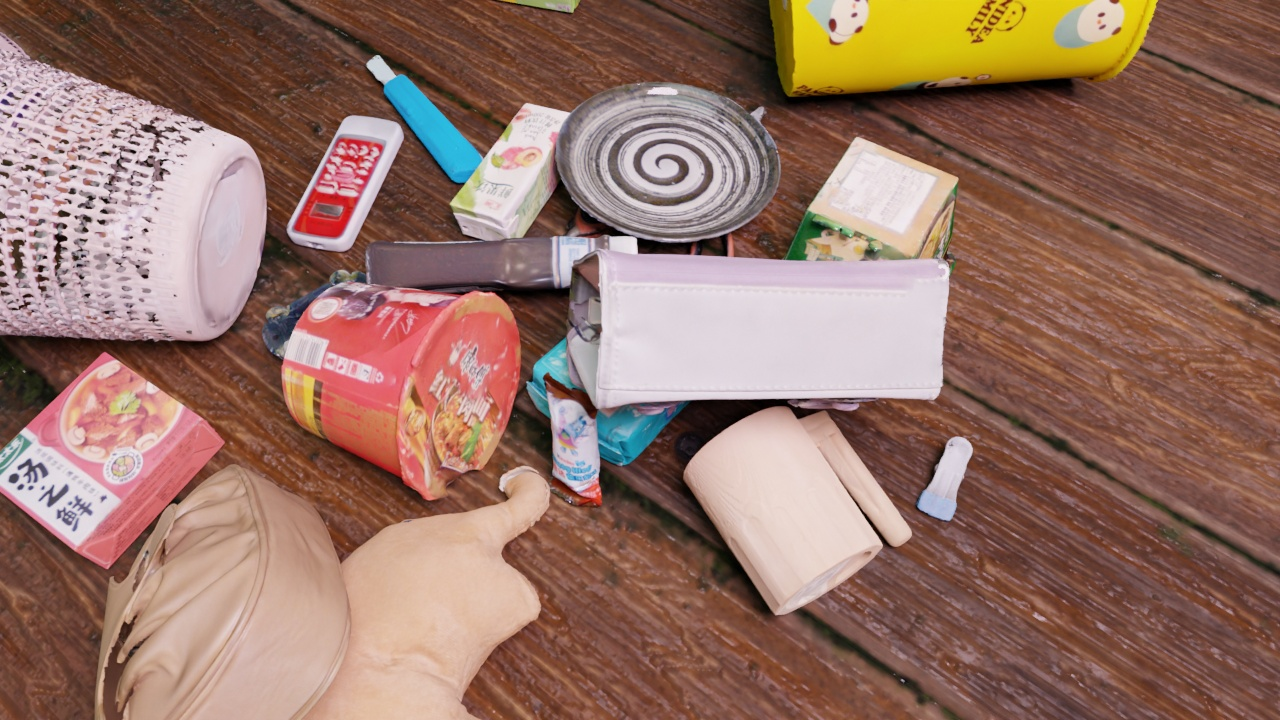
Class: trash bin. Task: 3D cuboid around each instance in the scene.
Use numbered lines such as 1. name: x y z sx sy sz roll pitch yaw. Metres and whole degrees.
1. trash bin: -0.387 -0.104 0.654 0.192 0.228 0.227 11 61 -5
2. trash bin: 0.236 -0.323 0.733 0.255 0.230 0.229 -7 60 5

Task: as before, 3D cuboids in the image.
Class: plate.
1. plate: 0.022 -0.156 0.729 0.179 0.024 0.179 2 56 -3

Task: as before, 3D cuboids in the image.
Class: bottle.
1. bottle: -0.099 -0.071 0.683 0.195 0.080 0.044 -3 94 -1

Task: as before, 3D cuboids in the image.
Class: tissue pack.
1. tissue pack: -0.004 0.004 0.650 0.093 0.050 0.133 39 69 23

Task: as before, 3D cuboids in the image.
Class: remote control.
1. remote control: -0.246 -0.151 0.768 0.056 0.020 0.135 11 62 10

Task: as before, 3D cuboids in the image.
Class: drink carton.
1. drink carton: -0.098 -0.149 0.744 0.053 0.045 0.122 18 62 19

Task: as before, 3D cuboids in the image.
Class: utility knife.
1. utility knife: -0.192 -0.216 0.803 0.034 0.018 0.187 -28 62 -25

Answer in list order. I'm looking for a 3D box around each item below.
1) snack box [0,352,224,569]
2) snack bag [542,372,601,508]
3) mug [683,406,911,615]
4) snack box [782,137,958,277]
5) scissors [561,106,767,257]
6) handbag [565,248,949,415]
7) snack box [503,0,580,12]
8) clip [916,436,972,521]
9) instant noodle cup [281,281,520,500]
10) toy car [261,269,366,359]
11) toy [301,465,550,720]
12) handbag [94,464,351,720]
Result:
1. snack box: -0.382 0.062 0.641 0.127 0.044 0.113 28 65 18
2. snack bag: -0.043 0.054 0.599 0.045 0.105 0.026 29 47 30
3. mug: 0.104 0.090 0.588 0.124 0.084 0.103 -13 58 -35
4. snack box: 0.168 -0.090 0.662 0.118 0.106 0.117 28 65 16
5. scissors: 0.035 -0.137 0.748 0.226 0.015 0.189 -32 64 -14
6. handbag: 0.059 -0.020 0.551 0.197 0.145 0.098 1 101 -11
7. snack box: -0.139 -0.432 0.893 0.210 0.070 0.157 14 62 11
8. clip: 0.206 0.080 0.617 0.024 0.026 0.056 21 76 17
9. instant noodle cup: -0.160 0.009 0.613 0.109 0.138 0.137 15 62 20
10. toy car: -0.240 -0.032 0.693 0.090 0.034 0.043 -32 66 -12
11. toy: -0.131 0.152 0.562 0.143 0.083 0.225 11 57 8
12. handbag: -0.243 0.142 0.514 0.147 0.100 0.205 -54 30 -7
